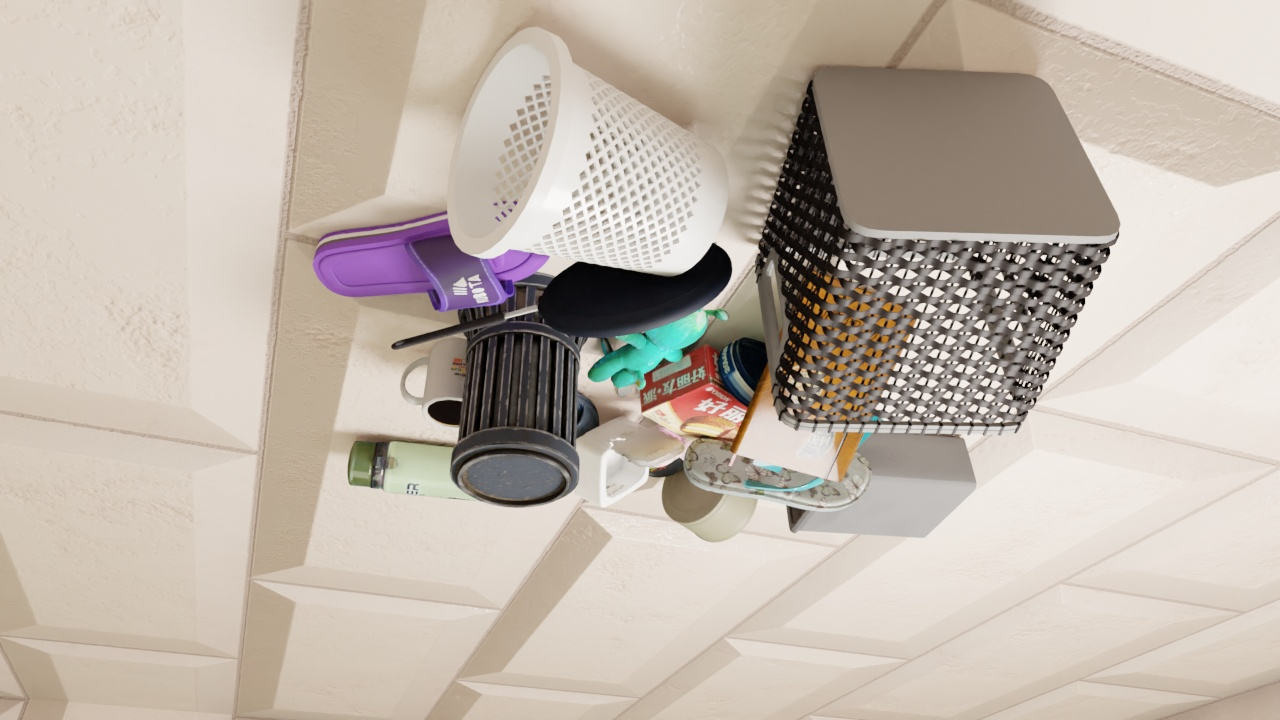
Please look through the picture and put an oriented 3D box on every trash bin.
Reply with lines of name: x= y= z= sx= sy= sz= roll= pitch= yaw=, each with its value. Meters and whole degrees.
trash bin: x=-0.039 y=-0.164 z=0.825 sx=0.199 sy=0.195 sz=0.196 roll=13 pitch=143 yaw=-35
trash bin: x=0.352 y=0.186 z=1.377 sx=0.219 sy=0.097 sz=0.192 roll=5 pitch=144 yaw=-10
trash bin: x=-0.137 y=0.038 z=1.048 sx=0.164 sy=0.227 sz=0.164 roll=-1 pitch=144 yaw=-1

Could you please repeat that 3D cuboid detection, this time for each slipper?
slipper: x=0.191 y=0.144 z=1.206 sx=0.268 sy=0.098 sz=0.055 roll=4 pitch=148 yaw=-14
slipper: x=-0.224 y=-0.092 z=0.987 sx=0.267 sy=0.083 sz=0.107 roll=-6 pitch=144 yaw=7
slipper: x=-0.101 y=0.133 z=1.306 sx=0.101 sy=0.082 sz=0.264 roll=-7 pitch=144 yaw=5
slipper: x=0.209 y=0.038 z=1.160 sx=0.252 sy=0.105 sz=0.095 roll=24 pitch=134 yaw=-31

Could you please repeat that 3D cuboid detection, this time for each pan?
pan: x=-0.083 y=-0.061 z=0.929 sx=0.356 sy=0.198 sz=0.021 roll=-15 pitch=119 yaw=2

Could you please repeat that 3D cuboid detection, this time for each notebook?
notebook: x=0.225 y=0.034 z=1.103 sx=0.178 sy=0.014 sz=0.249 roll=17 pitch=103 yaw=-23

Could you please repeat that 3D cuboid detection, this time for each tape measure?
tape measure: x=0.025 y=0.141 z=1.353 sx=0.072 sy=0.042 sz=0.072 roll=-31 pitch=130 yaw=27

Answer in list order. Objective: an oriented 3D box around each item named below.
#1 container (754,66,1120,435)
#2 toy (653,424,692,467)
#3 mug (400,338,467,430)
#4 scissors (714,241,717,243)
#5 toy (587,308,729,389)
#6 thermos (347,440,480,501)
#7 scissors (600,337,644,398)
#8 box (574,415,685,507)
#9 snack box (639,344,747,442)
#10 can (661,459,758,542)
container: x=0.256 y=-0.102 z=0.855 sx=0.245 sy=0.246 sz=0.244 roll=1 pitch=141 yaw=-3
toy: x=0.068 y=0.120 z=1.307 sx=0.110 sy=0.047 sz=0.063 roll=-3 pitch=108 yaw=-14
mug: x=-0.246 y=0.029 z=1.149 sx=0.105 sy=0.089 sz=0.074 roll=7 pitch=143 yaw=-10
scissors: x=0.008 y=-0.098 z=1.046 sx=0.162 sy=0.012 sz=0.159 roll=15 pitch=142 yaw=-22
toy: x=0.019 y=-0.020 z=1.087 sx=0.130 sy=0.072 sz=0.194 roll=16 pitch=136 yaw=-40
thermos: x=-0.308 y=0.161 z=1.341 sx=0.231 sy=0.082 sz=0.083 roll=8 pitch=143 yaw=-12
scissors: x=-0.012 y=0.005 z=1.183 sx=0.125 sy=0.019 sz=0.156 roll=-24 pitch=140 yaw=30
box: x=-0.006 y=0.137 z=1.240 sx=0.137 sy=0.108 sz=0.128 roll=21 pitch=120 yaw=33
snack box: x=0.114 y=0.067 z=1.223 sx=0.113 sy=0.060 sz=0.236 roll=-26 pitch=142 yaw=31
can: x=0.102 y=0.196 z=1.357 sx=0.128 sy=0.127 sz=0.073 roll=-26 pitch=135 yaw=30
